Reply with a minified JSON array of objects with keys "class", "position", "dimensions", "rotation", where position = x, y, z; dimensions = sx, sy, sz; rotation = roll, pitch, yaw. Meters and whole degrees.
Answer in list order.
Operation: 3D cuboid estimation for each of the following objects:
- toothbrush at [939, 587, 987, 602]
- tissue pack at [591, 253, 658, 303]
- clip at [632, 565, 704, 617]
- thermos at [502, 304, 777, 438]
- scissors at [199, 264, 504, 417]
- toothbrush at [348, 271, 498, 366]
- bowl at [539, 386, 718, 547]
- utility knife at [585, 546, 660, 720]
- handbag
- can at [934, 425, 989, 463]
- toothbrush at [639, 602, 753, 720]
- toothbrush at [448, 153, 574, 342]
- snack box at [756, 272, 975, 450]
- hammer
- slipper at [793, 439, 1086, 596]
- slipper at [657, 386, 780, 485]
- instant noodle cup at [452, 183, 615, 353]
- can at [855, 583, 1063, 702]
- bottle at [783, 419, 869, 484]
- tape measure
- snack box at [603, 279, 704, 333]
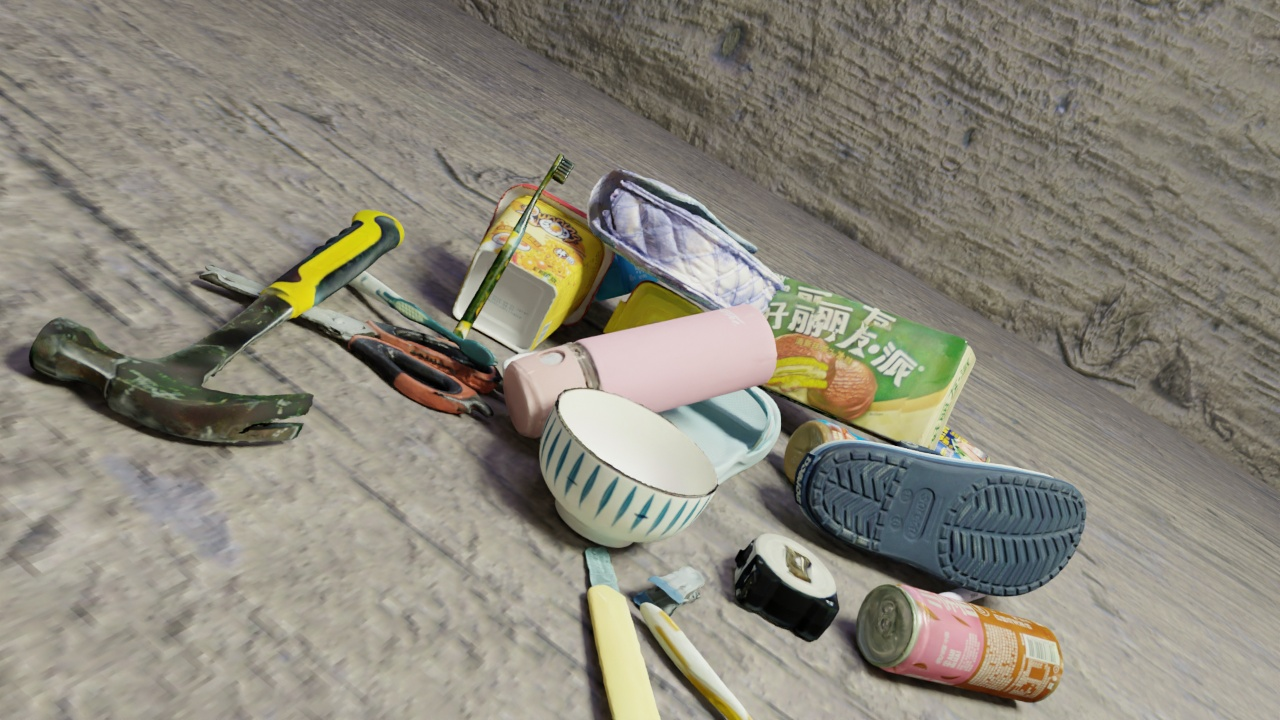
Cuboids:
[{"class":"toothbrush","position":[0.242,0.192,0.730],"dimensions":[0.021,0.029,0.188],"rotation":[-4,-6,39]},{"class":"tissue pack","position":[-0.040,-0.094,0.929],"dimensions":[0.090,0.063,0.139],"rotation":[-10,8,21]},{"class":"clip","position":[0.022,0.139,0.557],"dimensions":[0.026,0.041,0.058],"rotation":[36,16,26]},{"class":"thermos","position":[-0.004,0.004,0.683],"dimensions":[0.198,0.067,0.087],"rotation":[-14,31,-22]},{"class":"scissors","position":[-0.196,-0.013,0.639],"dimensions":[0.205,0.015,0.197],"rotation":[4,32,-50]},{"class":"toothbrush","position":[-0.177,-0.039,0.700],"dimensions":[0.192,0.016,0.018],"rotation":[29,2,27]},{"class":"bowl","position":[-0.015,0.076,0.589],"dimensions":[0.116,0.066,0.116],"rotation":[26,18,-9]},{"class":"utility knife","position":[-0.009,0.151,0.484],"dimensions":[0.031,0.021,0.198],"rotation":[26,20,-21]},{"class":"handbag","position":[0.048,-0.097,0.824],"dimensions":[0.134,0.075,0.193],"rotation":[34,6,25]},{"class":"can","position":[0.330,0.109,1.007],"dimensions":[0.083,0.057,0.102],"rotation":[37,21,16]},{"class":"toothbrush","position":[0.055,0.195,0.471],"dimensions":[0.018,0.016,0.191],"rotation":[-5,38,-44]},{"class":"toothbrush","position":[-0.102,-0.085,0.728],"dimensions":[0.017,0.185,0.012],"rotation":[30,-12,-11]},{"class":"snack box","position":[0.195,-0.002,0.917],"dimensions":[0.240,0.114,0.063],"rotation":[24,-2,30]},{"class":"hammer","position":[-0.226,-0.040,0.600],"dimensions":[0.126,0.032,0.322],"rotation":[27,24,-4]},{"class":"slipper","position":[0.242,0.125,0.768],"dimensions":[0.252,0.105,0.095],"rotation":[12,5,-11]},{"class":"slipper","position":[0.055,0.046,0.755],"dimensions":[0.104,0.074,0.244],"rotation":[33,21,14]},{"class":"instant noodle cup","position":[-0.098,-0.075,0.805],"dimensions":[0.116,0.116,0.123],"rotation":[29,31,-1]},{"class":"can","position":[0.222,0.196,0.634],"dimensions":[0.147,0.058,0.058],"rotation":[20,21,-25]},{"class":"bottle","position":[0.235,0.113,0.847],"dimensions":[0.218,0.065,0.065],"rotation":[19,22,-25]},{"class":"tape measure","position":[0.097,0.148,0.618],"dimensions":[0.065,0.034,0.066],"rotation":[28,20,-7]},{"class":"snack box","position":[0.008,-0.028,0.854],"dimensions":[0.082,0.091,0.080],"rotation":[28,13,-10]}]
